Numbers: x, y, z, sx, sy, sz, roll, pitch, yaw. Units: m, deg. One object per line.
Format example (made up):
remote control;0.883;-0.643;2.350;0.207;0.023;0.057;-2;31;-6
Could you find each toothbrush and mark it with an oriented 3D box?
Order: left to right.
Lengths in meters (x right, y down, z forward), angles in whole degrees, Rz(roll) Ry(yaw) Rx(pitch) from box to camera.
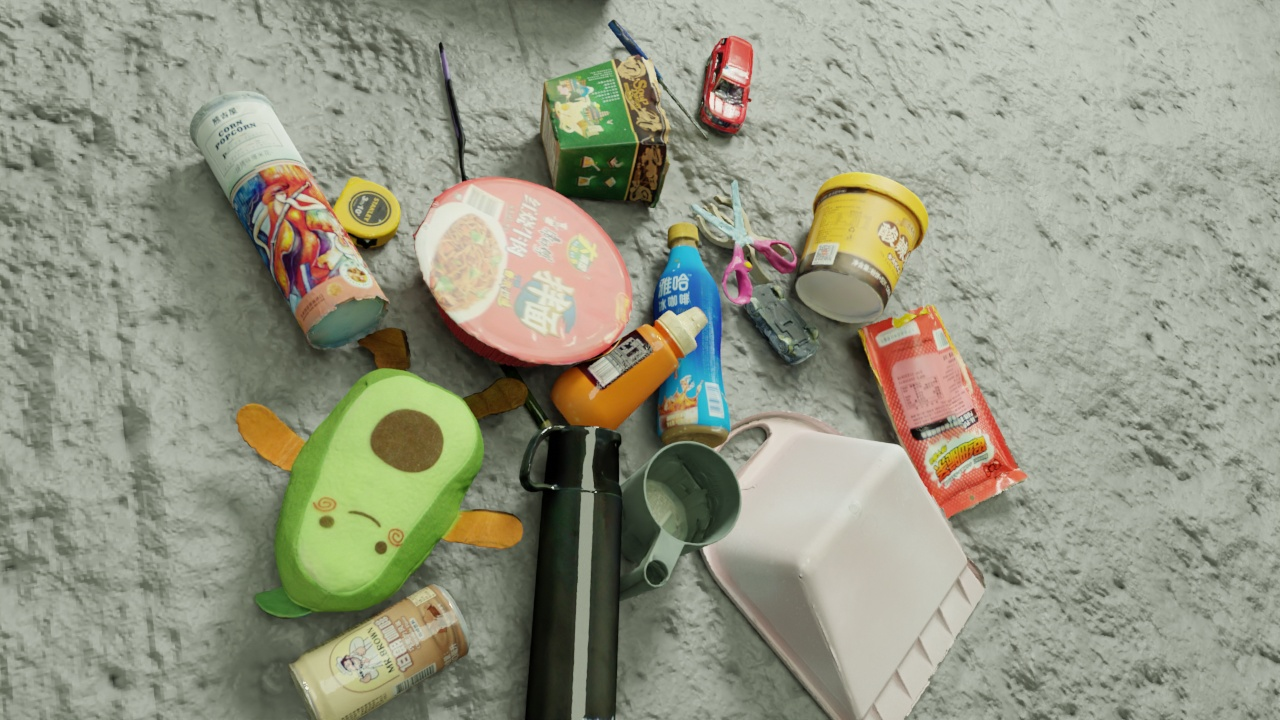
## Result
toothbrush;-0.174;-0.228;0.880;0.016;0.014;0.189;-3;68;-31
toothbrush;-0.122;0.000;0.800;0.017;0.012;0.186;-25;78;-52

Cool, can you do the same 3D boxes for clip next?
clip;0.104;-0.126;0.938;0.100;0.035;0.070;40;58;-7

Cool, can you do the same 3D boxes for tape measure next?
tape measure;-0.239;-0.125;0.799;0.057;0.029;0.059;22;61;-11

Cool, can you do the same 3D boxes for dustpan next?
dustpan;0.175;0.179;0.848;0.221;0.139;0.273;-39;114;-32

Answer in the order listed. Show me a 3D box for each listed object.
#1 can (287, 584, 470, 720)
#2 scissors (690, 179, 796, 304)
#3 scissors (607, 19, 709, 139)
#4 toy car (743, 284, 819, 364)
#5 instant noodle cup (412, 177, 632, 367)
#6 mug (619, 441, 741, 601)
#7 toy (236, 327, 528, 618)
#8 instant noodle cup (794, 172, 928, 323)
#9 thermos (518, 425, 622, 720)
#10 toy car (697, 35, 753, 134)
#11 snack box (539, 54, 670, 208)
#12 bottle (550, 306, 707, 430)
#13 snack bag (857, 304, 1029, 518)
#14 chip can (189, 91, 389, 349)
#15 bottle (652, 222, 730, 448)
can;-0.184;0.212;0.656;0.116;0.059;0.058;-25;79;-29
scissors;0.106;-0.117;0.911;0.133;0.017;0.133;4;74;-27
scissors;0.017;-0.293;0.948;0.176;0.012;0.162;37;18;-45
toy car;0.138;-0.036;0.911;0.042;0.034;0.090;-29;72;-27
instant noodle cup;-0.106;-0.066;0.793;0.193;0.066;0.193;16;53;-23
mug;0.015;0.136;0.745;0.083;0.104;0.123;33;60;-6
toy;-0.191;0.083;0.693;0.227;0.090;0.246;24;57;-4
instant noodle cup;0.218;-0.110;0.934;0.118;0.119;0.114;29;67;-8
thermos;-0.059;0.172;0.703;0.090;0.069;0.242;14;68;-34
toy car;0.096;-0.304;1.007;0.053;0.045;0.120;16;65;-14
snack box;-0.039;-0.217;0.884;0.105;0.118;0.118;-9;69;-12
bottle;-0.005;0.005;0.788;0.149;0.067;0.067;-38;85;-3
snack bag;0.301;0.048;0.928;0.128;0.073;0.207;-18;81;-27
chip can;-0.283;-0.113;0.739;0.071;0.071;0.214;-26;74;-29
bottle;0.043;-0.028;0.851;0.065;0.065;0.218;6;65;-20
